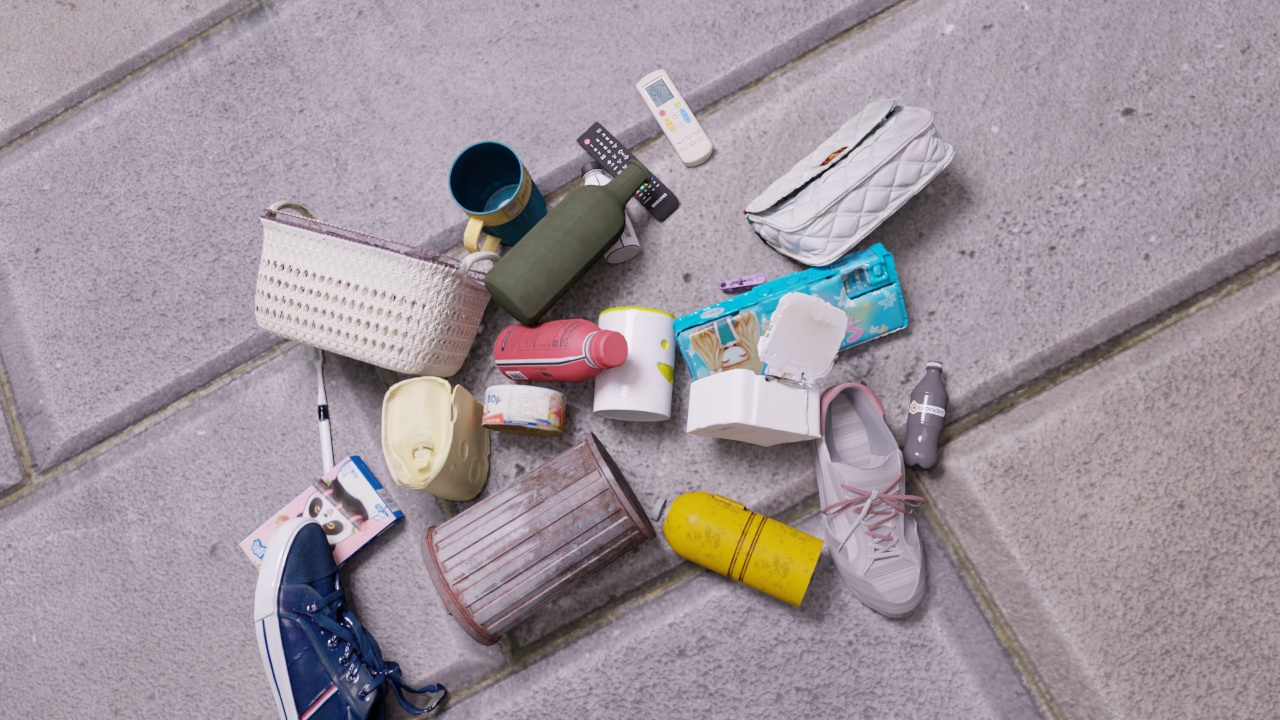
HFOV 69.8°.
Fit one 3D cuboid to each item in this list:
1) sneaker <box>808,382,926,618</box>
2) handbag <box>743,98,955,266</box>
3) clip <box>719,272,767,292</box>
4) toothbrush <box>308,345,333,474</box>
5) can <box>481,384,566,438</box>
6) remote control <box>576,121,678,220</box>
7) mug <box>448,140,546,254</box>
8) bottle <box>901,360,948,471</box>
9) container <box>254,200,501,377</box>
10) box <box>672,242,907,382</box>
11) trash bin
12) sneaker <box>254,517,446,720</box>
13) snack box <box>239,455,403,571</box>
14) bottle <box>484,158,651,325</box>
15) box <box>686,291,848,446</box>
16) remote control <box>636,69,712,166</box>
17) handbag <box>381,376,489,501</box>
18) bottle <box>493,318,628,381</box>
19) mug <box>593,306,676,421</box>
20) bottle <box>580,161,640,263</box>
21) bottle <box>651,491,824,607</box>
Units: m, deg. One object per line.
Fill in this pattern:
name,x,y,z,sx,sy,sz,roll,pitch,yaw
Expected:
sneaker,0.217,0.128,0.879,0.099,0.089,0.236,-16,75,6
handbag,0.208,-0.188,0.939,0.195,0.139,0.072,-40,116,-3
clip,0.110,-0.082,0.981,0.051,0.033,0.013,-7,77,9
toothbrush,-0.358,0.070,1.031,0.012,0.017,0.186,-15,75,15
can,-0.121,0.054,0.958,0.086,0.086,0.043,3,78,10
remote control,-0.016,-0.216,1.038,0.033,0.015,0.147,-43,74,-2
mug,-0.160,-0.165,1.005,0.083,0.107,0.113,17,80,11
bottle,0.285,0.054,0.912,0.036,0.036,0.109,10,79,12
container,-0.282,-0.074,0.974,0.252,0.184,0.143,16,92,14
box,0.152,-0.037,0.931,0.227,0.094,0.039,-20,32,5
trash bin,-0.106,0.178,0.905,0.211,0.131,0.130,-32,74,0
sneaker,-0.285,0.294,0.908,0.127,0.120,0.294,-14,88,15
snack box,-0.343,0.182,0.987,0.154,0.033,0.088,-39,85,0
bottle,-0.068,-0.129,0.950,0.071,0.071,0.206,39,75,16
box,0.128,0.024,0.873,0.111,0.190,0.101,11,54,-28
remote control,0.039,-0.276,1.041,0.038,0.018,0.125,-30,73,2
handbag,-0.207,0.085,0.950,0.081,0.119,0.111,-8,72,7
bottle,-0.079,-0.010,0.928,0.177,0.062,0.062,-1,73,51
mug,-0.006,0.006,0.951,0.082,0.082,0.106,2,79,10
bottle,-0.038,-0.167,1.017,0.041,0.041,0.116,-22,74,4
bottle,0.091,0.176,0.902,0.164,0.071,0.071,21,81,14
